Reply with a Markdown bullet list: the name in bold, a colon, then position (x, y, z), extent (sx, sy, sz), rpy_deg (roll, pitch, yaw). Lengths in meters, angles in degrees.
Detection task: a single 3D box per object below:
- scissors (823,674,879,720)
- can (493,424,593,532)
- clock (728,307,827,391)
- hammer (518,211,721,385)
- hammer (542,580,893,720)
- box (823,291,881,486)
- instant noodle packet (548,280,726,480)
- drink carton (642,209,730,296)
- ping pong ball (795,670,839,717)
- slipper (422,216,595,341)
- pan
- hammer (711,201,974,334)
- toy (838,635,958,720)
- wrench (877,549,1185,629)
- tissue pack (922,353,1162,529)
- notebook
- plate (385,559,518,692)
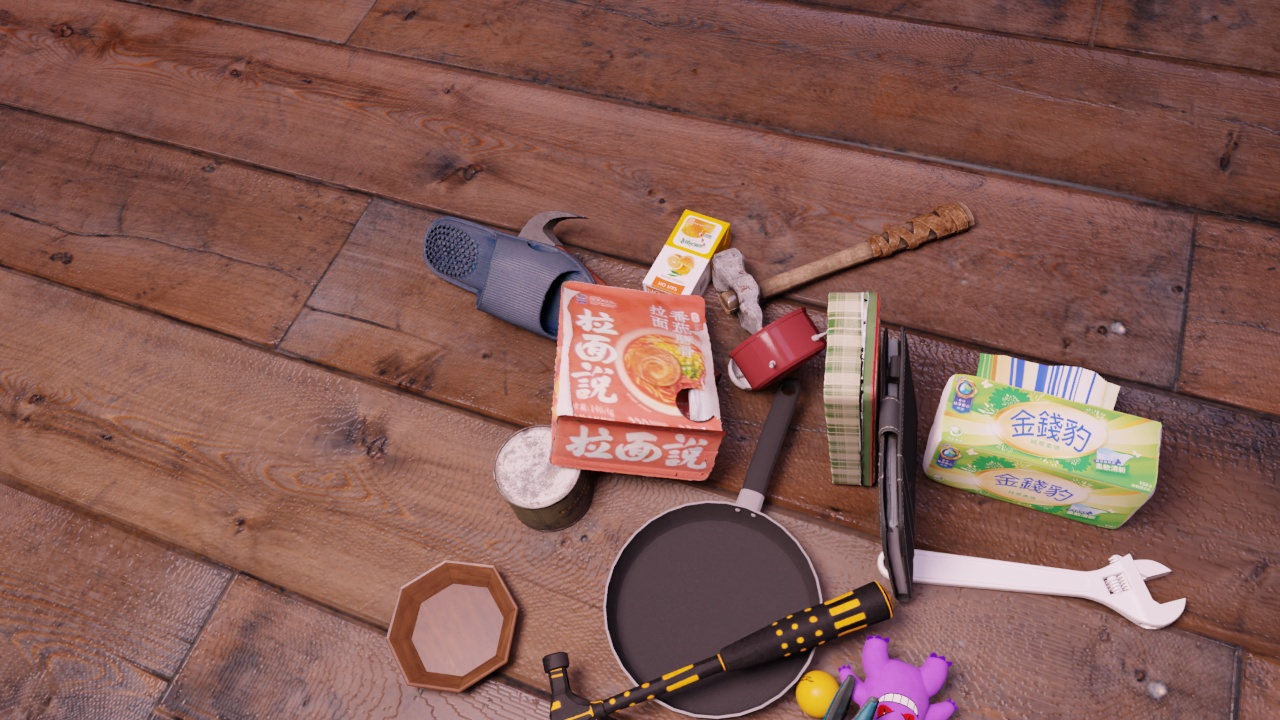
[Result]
- **scissors**: position (0.161, 0.338, 0.787), extent (0.019, 0.127, 0.144), rpy_deg (26, 49, -18)
- **can**: position (-0.098, 0.122, 0.942), extent (0.090, 0.075, 0.089), rpy_deg (-4, 60, 6)
- **clock**: position (0.142, -0.009, 0.957), extent (0.096, 0.138, 0.048), rpy_deg (-30, 81, -11)
- **hammer**: position (-0.028, -0.065, 1.050), extent (0.300, 0.028, 0.111), rpy_deg (40, 110, 19)
- **hammer**: position (0.074, 0.270, 0.812), extent (0.320, 0.036, 0.123), rpy_deg (-20, 62, -2)
- **box**: position (0.206, 0.033, 0.882), extent (0.050, 0.206, 0.117), rpy_deg (-1, 58, 15)
- **instant noodle packet**: position (-0.006, 0.006, 0.948), extent (0.164, 0.084, 0.220), rpy_deg (6, 47, -7)
- **drink carton**: position (0.054, -0.113, 1.080), extent (0.058, 0.040, 0.122), rpy_deg (21, 65, 18)
- **ping pong ball**: position (0.160, 0.300, 0.826), extent (0.040, 0.040, 0.040), rpy_deg (-3, 60, 5)
- **slipper**: position (-0.165, -0.102, 1.056), extent (0.264, 0.082, 0.101), rpy_deg (26, 103, 24)
- **pan**: position (0.096, 0.174, 0.905), extent (0.204, 0.044, 0.354), rpy_deg (17, 63, 16)
- **hammer**: position (0.239, -0.117, 1.057), extent (0.318, 0.049, 0.121), rpy_deg (-21, 53, -9)
- **toy**: position (0.224, 0.299, 0.811), extent (0.106, 0.056, 0.088), rpy_deg (16, 67, 9)
- **wrench**: position (0.365, 0.207, 0.870), extent (0.273, 0.018, 0.066), rpy_deg (4, 61, 11)
- **tissue pack**: position (0.391, 0.061, 0.899), extent (0.198, 0.120, 0.141), rpy_deg (17, 65, 9)
- **notebook**: position (0.241, 0.094, 0.854), extent (0.029, 0.169, 0.208), rpy_deg (-4, 53, 19)
- **plate**: position (-0.181, 0.261, 0.899), extent (0.131, 0.025, 0.131), rpy_deg (-3, 60, 5)
